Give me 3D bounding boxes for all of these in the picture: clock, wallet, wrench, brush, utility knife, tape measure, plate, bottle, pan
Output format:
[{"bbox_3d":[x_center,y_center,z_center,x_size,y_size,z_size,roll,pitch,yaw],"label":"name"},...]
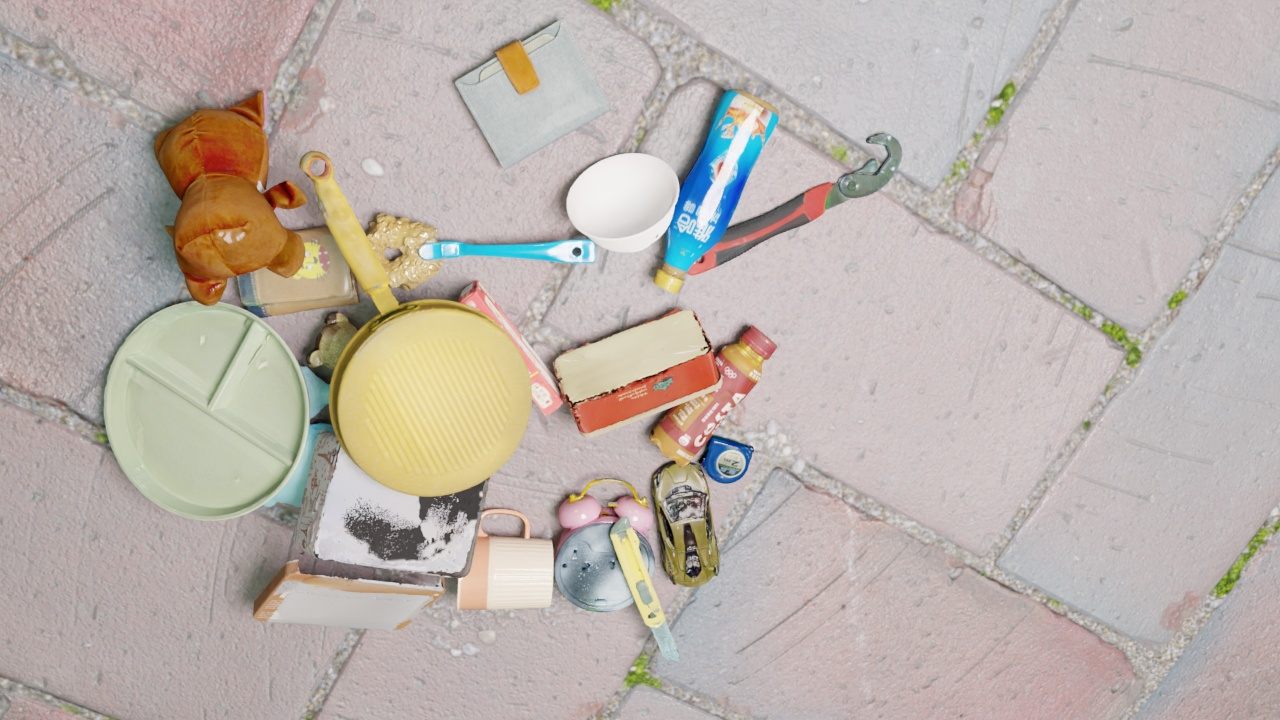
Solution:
[{"bbox_3d":[-0.042,0.212,1.076,0.117,0.059,0.159,3,107,-8],"label":"clock"},{"bbox_3d":[-0.110,-0.273,0.939,0.130,0.037,0.106,-29,108,1],"label":"wallet"},{"bbox_3d":[0.169,-0.167,1.016,0.273,0.016,0.056,-29,104,1],"label":"wrench"},{"bbox_3d":[-0.174,-0.114,0.967,0.254,0.046,0.083,-1,102,-1],"label":"brush"},{"bbox_3d":[-0.360,-0.093,0.962,0.115,0.033,0.090,-8,106,-9],"label":"wallet"},{"bbox_3d":[0.006,0.268,1.063,0.031,0.021,0.205,-19,114,4],"label":"utility knife"},{"bbox_3d":[0.100,0.117,1.084,0.058,0.025,0.054,17,105,-8],"label":"tape measure"},{"bbox_3d":[-0.449,0.052,0.958,0.230,0.027,0.230,0,92,9],"label":"plate"},{"bbox_3d":[0.072,-0.175,0.975,0.065,0.065,0.219,23,101,-13],"label":"bottle"},{"bbox_3d":[-0.237,-0.033,0.895,0.197,0.078,0.357,-28,112,-17],"label":"pan"},{"bbox_3d":[0.085,0.038,1.043,0.057,0.057,0.175,37,98,-16],"label":"bottle"}]

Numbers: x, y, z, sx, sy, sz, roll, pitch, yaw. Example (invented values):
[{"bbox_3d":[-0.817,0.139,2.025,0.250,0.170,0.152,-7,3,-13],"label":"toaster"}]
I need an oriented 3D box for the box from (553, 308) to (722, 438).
[{"bbox_3d":[-0.006,0.006,0.997,0.168,0.091,0.076,-21,134,-2],"label":"box"}]

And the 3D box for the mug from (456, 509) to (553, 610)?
[{"bbox_3d":[-0.157,0.230,1.062,0.106,0.082,0.114,3,76,-10],"label":"mug"}]

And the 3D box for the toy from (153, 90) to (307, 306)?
[{"bbox_3d":[-0.396,-0.160,0.885,0.140,0.130,0.199,-20,73,-6],"label":"toy"}]

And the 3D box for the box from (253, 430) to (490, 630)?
[{"bbox_3d":[-0.287,0.203,0.988,0.179,0.134,0.271,17,109,-34],"label":"box"}]

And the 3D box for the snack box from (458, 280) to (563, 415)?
[{"bbox_3d":[-0.139,-0.015,0.989,0.025,0.075,0.153,-36,107,3],"label":"snack box"}]

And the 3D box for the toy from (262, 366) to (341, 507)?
[{"bbox_3d":[-0.370,0.094,1.001,0.161,0.049,0.156,-31,101,11],"label":"toy"}]

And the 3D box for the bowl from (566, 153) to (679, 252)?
[{"bbox_3d":[-0.013,-0.152,0.964,0.118,0.118,0.065,-22,145,-1],"label":"bowl"}]

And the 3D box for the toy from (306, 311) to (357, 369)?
[{"bbox_3d":[-0.276,0.008,0.990,0.157,0.066,0.105,29,68,-18],"label":"toy"}]

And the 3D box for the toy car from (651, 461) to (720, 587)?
[{"bbox_3d":[0.054,0.196,1.094,0.070,0.042,0.158,-12,104,-5],"label":"toy car"}]
